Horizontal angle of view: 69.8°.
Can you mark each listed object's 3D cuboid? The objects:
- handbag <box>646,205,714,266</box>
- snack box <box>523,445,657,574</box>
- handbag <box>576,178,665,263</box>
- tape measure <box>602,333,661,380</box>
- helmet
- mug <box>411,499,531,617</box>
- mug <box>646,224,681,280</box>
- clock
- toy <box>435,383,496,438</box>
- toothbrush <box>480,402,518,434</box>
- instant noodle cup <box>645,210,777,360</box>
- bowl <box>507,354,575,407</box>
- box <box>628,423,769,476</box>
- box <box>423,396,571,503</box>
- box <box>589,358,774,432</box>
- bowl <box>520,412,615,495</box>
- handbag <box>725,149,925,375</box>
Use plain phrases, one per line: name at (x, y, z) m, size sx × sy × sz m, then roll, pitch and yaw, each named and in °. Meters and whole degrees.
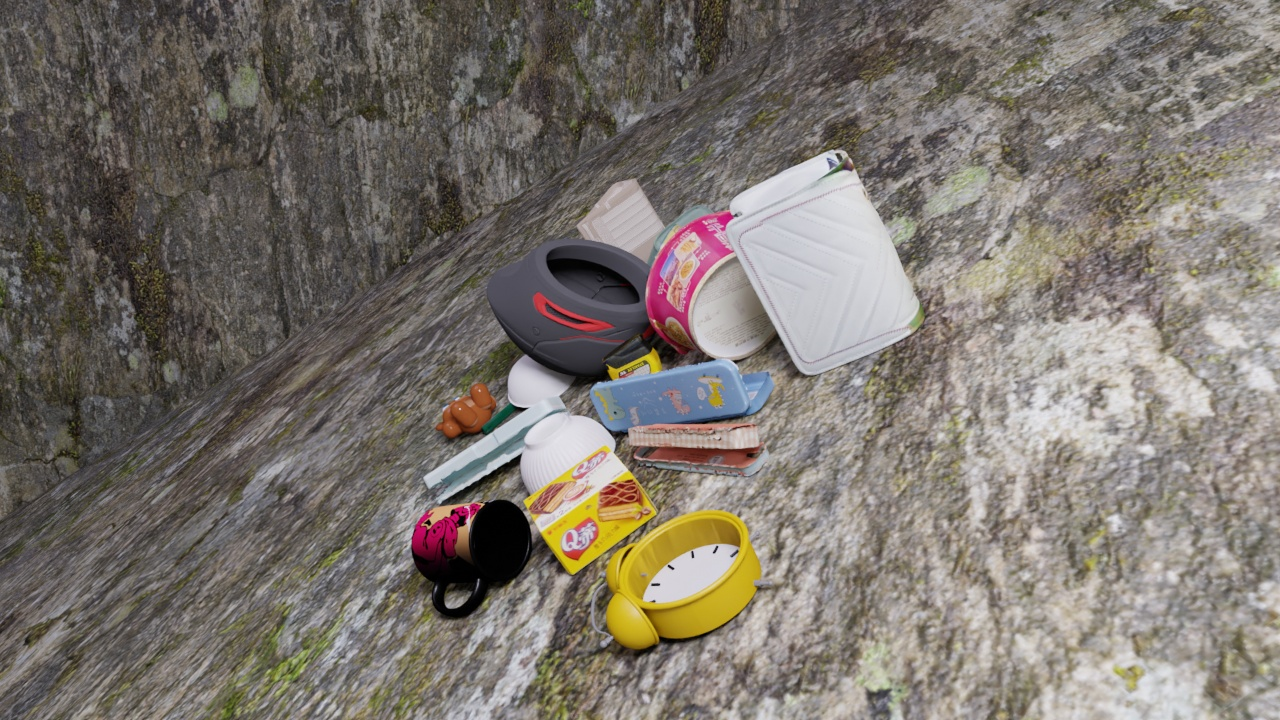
handbag at (0.079, -0.152, 1.346) m, size 0.121 × 0.106 × 0.067 m, roll -43°, pitch -10°, yaw -28°
snack box at (-0.050, 0.146, 0.912) m, size 0.105 × 0.061 × 0.083 m, roll -34°, pitch 21°, yaw -8°
handbag at (-0.041, -0.146, 1.396) m, size 0.197 × 0.176 × 0.062 m, roll -44°, pitch 24°, yaw -23°
tape measure at (-0.007, 0.007, 1.159) m, size 0.066 × 0.064 × 0.037 m, roll -35°, pitch 12°, yaw 17°
helmet at (-0.091, -0.065, 1.261) m, size 0.265 × 0.170 × 0.163 m, roll 28°, pitch 44°, yaw 16°
mug at (-0.179, 0.206, 0.950) m, size 0.098 × 0.082 × 0.117 m, roll -13°, pitch 55°, yaw 39°
mug at (0.070, -0.112, 1.152) m, size 0.083 × 0.107 × 0.113 m, roll -61°, pitch -7°, yaw 5°
clock at (0.028, 0.179, 0.751) m, size 0.152 × 0.052 × 0.113 m, roll -24°, pitch 22°, yaw 8°
toy at (-0.265, 0.076, 1.363) m, size 0.094 × 0.065 × 0.128 m, roll -37°, pitch 16°, yaw -30°
toothbrush at (-0.164, 0.043, 1.356) m, size 0.017 × 0.016 × 0.189 m, roll 22°, pitch 54°, yaw 43°
instant noodle cup at (0.102, -0.076, 1.073) m, size 0.178 × 0.179 × 0.077 m, roll -34°, pitch 38°, yaw -7°
bowl at (-0.150, 0.016, 1.331) m, size 0.110 × 0.040 × 0.109 m, roll -17°, pitch 34°, yaw 12°
box at (0.057, 0.092, 0.939) m, size 0.058 × 0.062 × 0.189 m, roll -14°, pitch 6°, yaw -35°
box at (-0.181, 0.111, 1.172) m, size 0.199 × 0.066 × 0.083 m, roll -33°, pitch 19°, yaw 9°
box at (0.045, 0.031, 1.032) m, size 0.210 × 0.078 × 0.073 m, roll -12°, pitch 25°, yaw 40°
bowl at (-0.094, 0.102, 1.068) m, size 0.118 × 0.062 × 0.118 m, roll -27°, pitch 22°, yaw 12°
handbag at (0.189, -0.101, 0.945) m, size 0.142 × 0.198 × 0.096 m, roll -23°, pitch 21°, yaw 19°
